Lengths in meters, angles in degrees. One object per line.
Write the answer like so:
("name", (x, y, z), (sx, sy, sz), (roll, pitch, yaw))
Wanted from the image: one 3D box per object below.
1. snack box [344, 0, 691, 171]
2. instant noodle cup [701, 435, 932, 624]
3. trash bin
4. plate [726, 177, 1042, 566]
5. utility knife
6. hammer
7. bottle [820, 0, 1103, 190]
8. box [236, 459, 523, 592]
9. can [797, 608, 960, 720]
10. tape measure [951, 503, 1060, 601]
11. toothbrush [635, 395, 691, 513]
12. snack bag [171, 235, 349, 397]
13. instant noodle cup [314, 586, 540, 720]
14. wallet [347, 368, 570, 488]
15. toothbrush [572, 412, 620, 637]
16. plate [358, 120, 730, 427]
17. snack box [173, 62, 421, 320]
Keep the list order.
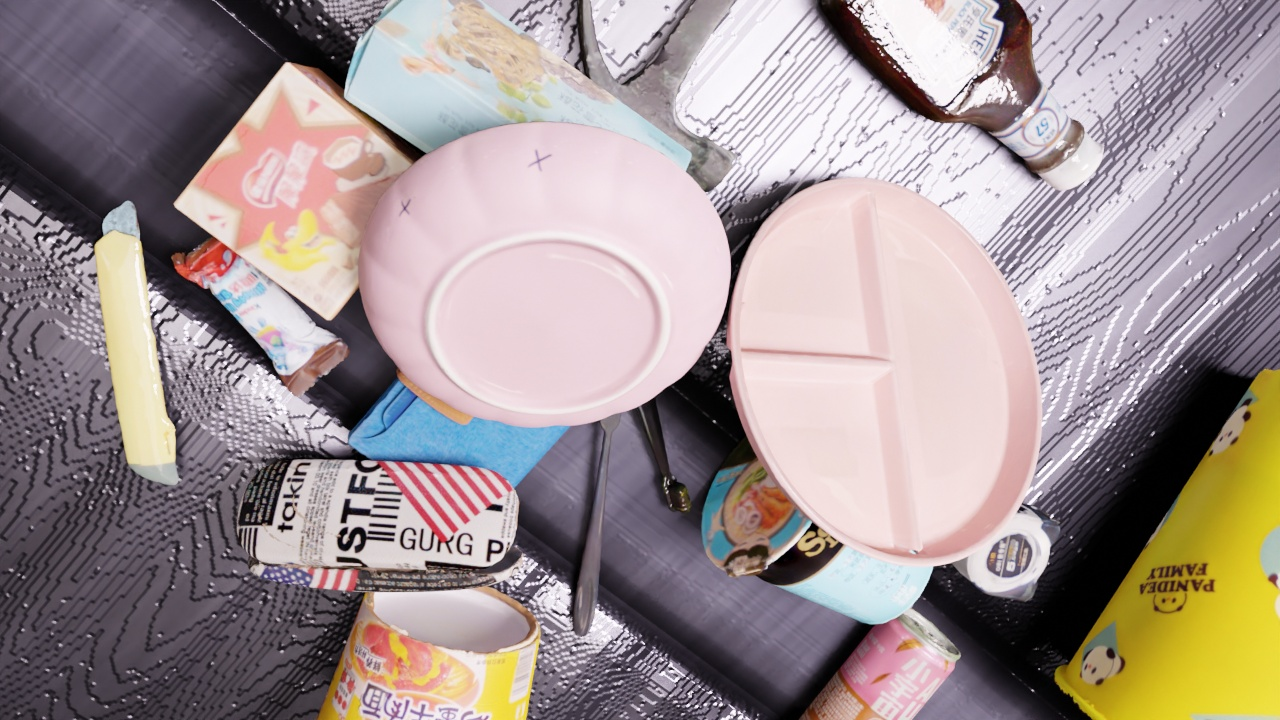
("snack box", (-0.060, -0.124, 0.487), (0.175, 0.074, 0.052), (33, 134, -12))
("instant noodle cup", (0.119, 0.110, 0.586), (0.120, 0.111, 0.111), (35, 98, -24))
("trash bin", (0.437, 0.157, 0.589), (0.229, 0.229, 0.255), (23, 96, -14))
("plate", (0.145, 0.004, 0.537), (0.229, 0.028, 0.229), (8, 72, -25))
("utility knife", (-0.291, -0.007, 0.528), (0.031, 0.018, 0.167), (-4, 108, -12))
("hammer", (0.079, -0.262, 0.505), (0.126, 0.032, 0.323), (32, 99, -17))
("bottle", (0.198, -0.174, 0.543), (0.195, 0.044, 0.080), (36, 98, -17))
("box", (-0.152, 0.108, 0.550), (0.163, 0.076, 0.088), (1, 150, 0))
("can", (0.158, 0.245, 0.649), (0.058, 0.058, 0.147), (34, 99, -16))
("tape measure", (0.252, 0.130, 0.644), (0.066, 0.033, 0.066), (16, 101, -15))
("toothbrush", (-0.003, 0.003, 0.571), (0.026, 0.027, 0.213), (-30, 111, -34))
("snack bag", (-0.218, -0.030, 0.528), (0.045, 0.026, 0.105), (-38, 110, 0))
("instant noodle cup", (-0.127, 0.202, 0.559), (0.138, 0.138, 0.110), (14, 95, -13))
("wallet", (-0.097, 0.027, 0.559), (0.106, 0.040, 0.133), (40, 96, -21))
("toothbrush", (-0.030, 0.103, 0.603), (0.015, 0.018, 0.181), (3, 108, -16))
("plate", (-0.046, -0.027, 0.467), (0.192, 0.039, 0.193), (-3, 134, -4))
("snack box", (-0.171, -0.091, 0.491), (0.094, 0.077, 0.093), (40, 97, -17))
